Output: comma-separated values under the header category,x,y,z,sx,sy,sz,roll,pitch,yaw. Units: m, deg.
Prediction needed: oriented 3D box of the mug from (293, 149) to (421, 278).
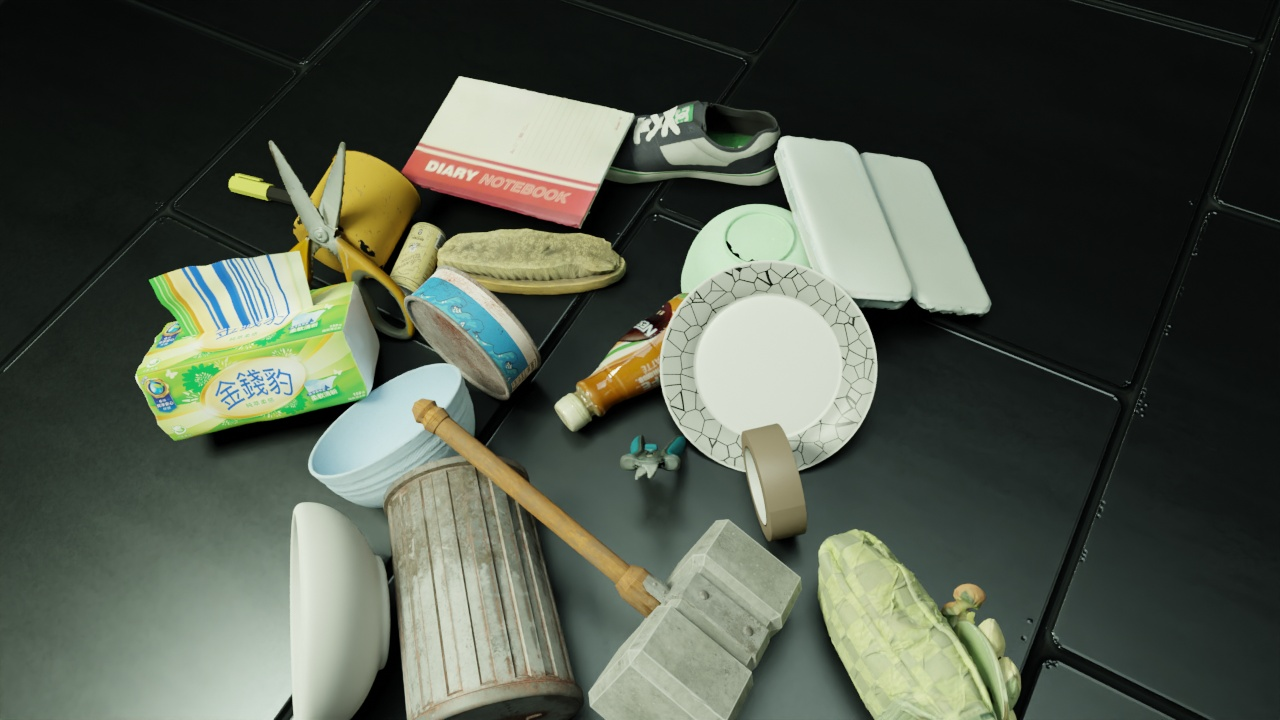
category,x,y,z,sx,sy,sz,roll,pitch,yaw
mug,-0.301,-0.146,0.956,0.124,0.100,0.094,-11,50,49

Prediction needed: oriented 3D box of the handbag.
category,x,y,z,sx,sy,sz,roll,pitch,yaw
handbag,0.209,0.208,0.681,0.116,0.113,0.186,-19,58,-14

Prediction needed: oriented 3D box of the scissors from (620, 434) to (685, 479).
category,x,y,z,sx,sy,sz,roll,pitch,yaw
scissors,0.007,0.081,0.775,0.126,0.144,0.019,-6,98,-34

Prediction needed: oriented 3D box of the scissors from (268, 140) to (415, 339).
category,x,y,z,sx,sy,sz,roll,pitch,yaw
scissors,-0.296,-0.101,0.892,0.216,0.226,0.016,27,29,-4

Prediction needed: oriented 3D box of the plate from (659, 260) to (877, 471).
category,x,y,z,sx,sy,sz,roll,pitch,yaw
plate,0.112,0.006,0.815,0.189,0.016,0.188,1,95,11

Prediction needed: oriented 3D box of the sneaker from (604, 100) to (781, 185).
category,x,y,z,sx,sy,sz,roll,pitch,yaw
sneaker,0.033,-0.242,0.980,0.235,0.079,0.084,5,61,9

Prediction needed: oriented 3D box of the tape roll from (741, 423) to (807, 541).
category,x,y,z,sx,sy,sz,roll,pitch,yaw
tape roll,0.110,0.101,0.761,0.030,0.094,0.093,-13,59,-2

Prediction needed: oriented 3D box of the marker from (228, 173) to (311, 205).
category,x,y,z,sx,sy,sz,roll,pitch,yaw
marker,-0.403,-0.187,1.028,0.124,0.021,0.017,15,18,13

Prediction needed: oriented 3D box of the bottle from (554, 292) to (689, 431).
category,x,y,z,sx,sy,sz,roll,pitch,yaw
bottle,-0.005,0.005,0.851,0.167,0.059,0.059,-37,63,-12

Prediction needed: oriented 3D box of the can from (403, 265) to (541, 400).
category,x,y,z,sx,sy,sz,roll,pitch,yaw
can,-0.154,-0.024,0.842,0.130,0.130,0.044,34,68,22

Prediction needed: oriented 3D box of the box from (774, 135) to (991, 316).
category,x,y,z,sx,sy,sz,roll,pitch,yaw
box,0.232,-0.131,0.883,0.189,0.037,0.208,3,55,-16

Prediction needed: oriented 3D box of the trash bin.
category,x,y,z,sx,sy,sz,roll,pitch,yaw
trash bin,-0.126,0.195,0.712,0.131,0.131,0.211,-15,58,-3

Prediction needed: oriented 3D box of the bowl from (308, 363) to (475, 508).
category,x,y,z,sx,sy,sz,roll,pitch,yaw
bowl,-0.205,0.077,0.806,0.151,0.075,0.150,-23,27,12

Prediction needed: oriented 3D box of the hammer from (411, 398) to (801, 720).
category,x,y,z,sx,sy,sz,roll,pitch,yaw
hammer,-0.048,0.130,0.683,0.317,0.083,0.162,38,39,6

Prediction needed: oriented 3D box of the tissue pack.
category,x,y,z,sx,sy,sz,roll,pitch,yaw
tissue pack,-0.357,-0.028,0.843,0.197,0.141,0.120,-16,33,-7

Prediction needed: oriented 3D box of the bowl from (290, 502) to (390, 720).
category,x,y,z,sx,sy,sz,roll,pitch,yaw
bowl,-0.232,0.197,0.710,0.066,0.177,0.176,0,56,-23

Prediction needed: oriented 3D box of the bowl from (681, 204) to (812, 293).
category,x,y,z,sx,sy,sz,roll,pitch,yaw
bowl,0.113,-0.096,0.888,0.151,0.077,0.150,-3,58,4

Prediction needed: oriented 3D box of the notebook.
category,x,y,z,sx,sy,sz,roll,pitch,yaw
notebook,-0.129,-0.222,0.960,0.209,0.012,0.152,16,65,15

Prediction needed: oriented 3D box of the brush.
category,x,y,z,sx,sy,sz,roll,pitch,yaw
brush,-0.112,-0.101,0.933,0.195,0.043,0.059,3,60,7

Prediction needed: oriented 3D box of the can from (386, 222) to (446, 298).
category,x,y,z,sx,sy,sz,roll,pitch,yaw
can,-0.232,-0.100,0.948,0.038,0.038,0.079,10,61,11
